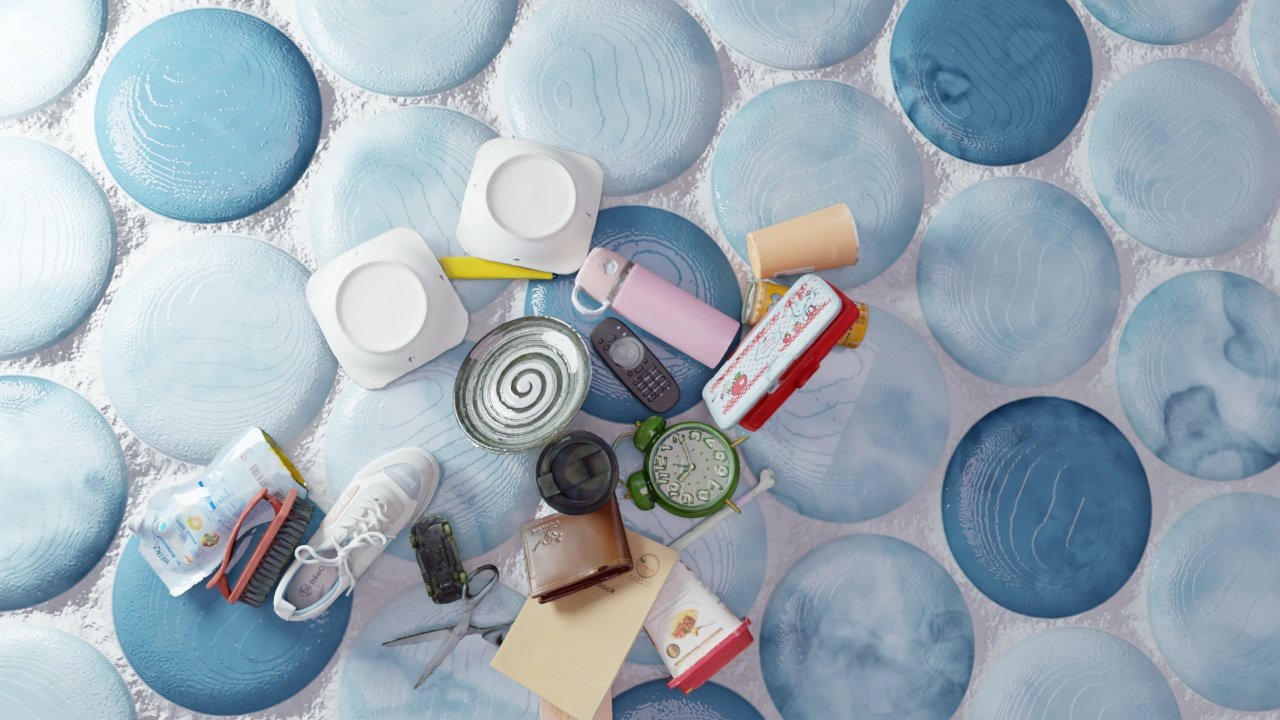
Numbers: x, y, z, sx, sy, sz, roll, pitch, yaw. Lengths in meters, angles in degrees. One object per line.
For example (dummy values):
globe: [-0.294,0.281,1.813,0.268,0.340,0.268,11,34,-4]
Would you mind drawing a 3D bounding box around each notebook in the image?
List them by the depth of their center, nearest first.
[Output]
notebook: [-0.063,0.281,1.036,0.148,0.008,0.207,19,70,32]

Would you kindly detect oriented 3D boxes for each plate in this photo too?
plate: [-0.137,0.030,1.074,0.180,0.024,0.179,-9,60,16]
plate: [-0.304,-0.064,1.087,0.164,0.034,0.163,-30,89,0]
plate: [-0.132,-0.194,1.111,0.163,0.034,0.164,11,76,-3]

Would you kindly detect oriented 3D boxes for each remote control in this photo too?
remote control: [-0.007,0.007,1.115,0.053,0.024,0.136,-41,88,-5]

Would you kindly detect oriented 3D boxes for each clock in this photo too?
clock: [0.044,0.125,1.086,0.161,0.056,0.116,7,79,5]

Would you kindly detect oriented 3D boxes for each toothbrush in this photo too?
toothbrush: [0.085,0.194,1.109,0.189,0.020,0.029,-35,121,-5]

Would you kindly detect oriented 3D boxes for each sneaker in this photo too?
sneaker: [-0.326,0.194,1.041,0.089,0.091,0.242,41,83,-1]

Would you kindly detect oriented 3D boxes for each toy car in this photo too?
toy car: [-0.234,0.231,1.071,0.048,0.032,0.105,-18,94,-8]

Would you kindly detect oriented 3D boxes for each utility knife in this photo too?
utility knife: [-0.203,-0.115,1.116,0.223,0.015,0.033,0,81,-4]

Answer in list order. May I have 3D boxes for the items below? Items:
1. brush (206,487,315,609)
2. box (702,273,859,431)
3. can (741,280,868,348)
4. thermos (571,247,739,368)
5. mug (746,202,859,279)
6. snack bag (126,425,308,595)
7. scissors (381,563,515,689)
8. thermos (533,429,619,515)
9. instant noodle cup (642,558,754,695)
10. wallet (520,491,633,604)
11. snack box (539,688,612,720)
brush: [-0.432,0.213,1.036,0.069,0.063,0.146,30,101,-16]
box: [0.163,0.000,1.055,0.095,0.100,0.202,37,106,-10]
can: [0.201,-0.056,1.119,0.146,0.058,0.058,12,84,-3]
thermos: [0.014,-0.058,1.099,0.198,0.067,0.087,29,69,-3]
mug: [0.196,-0.140,1.122,0.123,0.078,0.078,-14,86,0]
snack bag: [-0.489,0.171,1.057,0.191,0.039,0.110,-38,100,-6]
scissors: [-0.208,0.310,1.064,0.181,0.014,0.159,4,101,-12]
thermos: [-0.074,0.126,1.039,0.093,0.143,0.093,0,85,-6]
instant noodle cup: [0.052,0.301,1.056,0.116,0.116,0.124,-38,76,-7]
wallet: [-0.075,0.213,1.056,0.124,0.032,0.101,-22,50,5]
snack box: [-0.077,0.355,1.077,0.084,0.026,0.157,-2,85,-4]
